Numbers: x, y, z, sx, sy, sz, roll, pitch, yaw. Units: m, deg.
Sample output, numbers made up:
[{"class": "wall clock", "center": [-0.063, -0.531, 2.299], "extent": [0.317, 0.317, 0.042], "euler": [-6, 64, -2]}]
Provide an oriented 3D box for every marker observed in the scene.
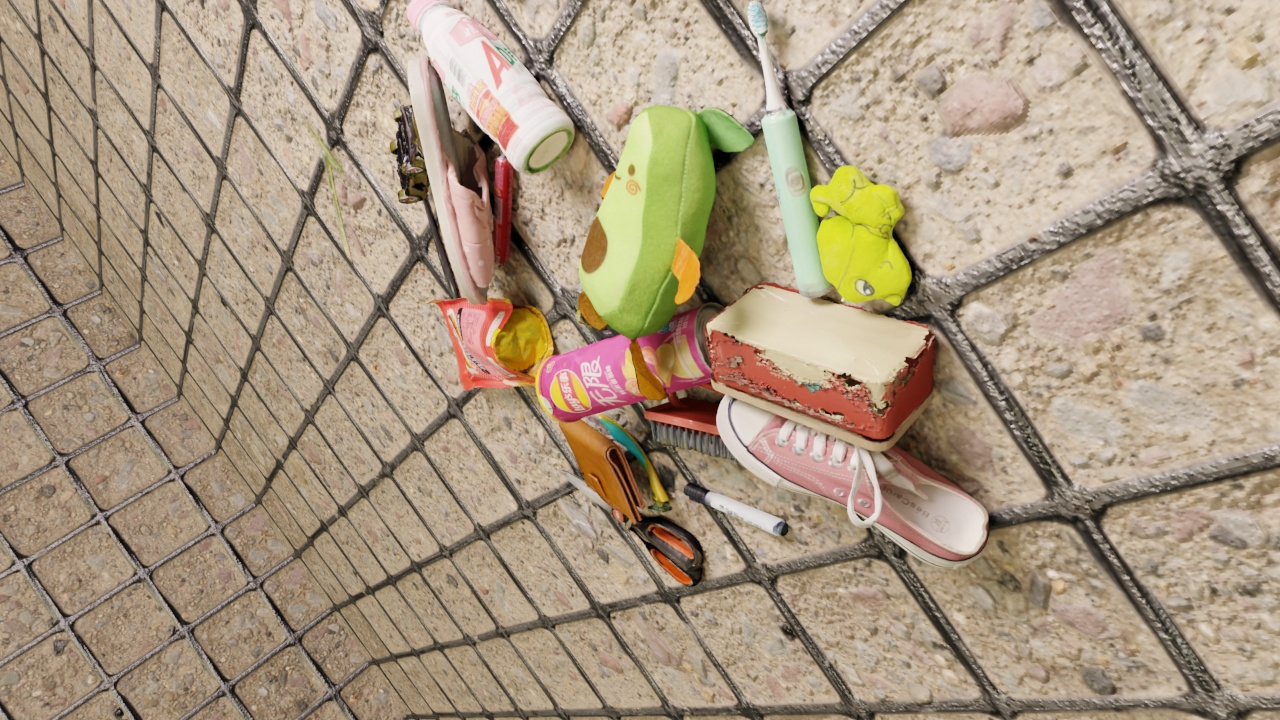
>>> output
[{"class": "marker", "center": [0.098, 0.156, 0.959], "extent": [0.131, 0.018, 0.023], "euler": [18, 140, 41]}]

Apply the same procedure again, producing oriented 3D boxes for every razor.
[{"class": "razor", "center": [-0.006, 0.113, 1.034], "extent": [0.132, 0.028, 0.043], "euler": [57, 166, -7]}]

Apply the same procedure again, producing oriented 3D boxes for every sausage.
[{"class": "sausage", "center": [-0.147, -0.159, 0.977], "extent": [0.020, 0.020, 0.156], "euler": [38, 143, 22]}]

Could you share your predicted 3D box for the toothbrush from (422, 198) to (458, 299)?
[{"class": "toothbrush", "center": [-0.250, -0.150, 1.109], "extent": [0.016, 0.018, 0.181], "euler": [15, 131, 39]}]

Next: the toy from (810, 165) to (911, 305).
[{"class": "toy", "center": [0.159, -0.088, 0.669], "extent": [0.097, 0.031, 0.100], "euler": [36, 137, 23]}]

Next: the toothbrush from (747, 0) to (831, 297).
[{"class": "toothbrush", "center": [0.109, -0.151, 0.679], "extent": [0.027, 0.026, 0.225], "euler": [-114, 6, -66]}]

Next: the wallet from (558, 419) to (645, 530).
[{"class": "wallet", "center": [-0.042, 0.128, 1.069], "extent": [0.131, 0.035, 0.119], "euler": [24, 137, 59]}]

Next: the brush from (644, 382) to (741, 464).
[{"class": "brush", "center": [0.075, 0.053, 0.863], "extent": [0.146, 0.063, 0.069], "euler": [11, 109, 43]}]

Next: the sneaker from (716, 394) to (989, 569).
[{"class": "sneaker", "center": [0.169, 0.078, 0.735], "extent": [0.241, 0.118, 0.088], "euler": [31, 157, 20]}]

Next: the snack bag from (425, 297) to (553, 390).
[{"class": "snack bag", "center": [-0.188, -0.021, 1.109], "extent": [0.208, 0.073, 0.128], "euler": [0, 116, 55]}]

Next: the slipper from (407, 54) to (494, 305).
[{"class": "slipper", "center": [-0.182, -0.177, 0.941], "extent": [0.114, 0.054, 0.275], "euler": [-103, 4, -52]}]

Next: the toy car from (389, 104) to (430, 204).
[{"class": "toy car", "center": [-0.243, -0.218, 0.981], "extent": [0.158, 0.042, 0.070], "euler": [154, 106, -73]}]

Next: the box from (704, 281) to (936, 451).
[{"class": "box", "center": [0.135, -0.006, 0.714], "extent": [0.168, 0.091, 0.079], "euler": [21, 137, 38]}]

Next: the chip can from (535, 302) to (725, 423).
[{"class": "chip can", "center": [-0.005, 0.005, 0.870], "extent": [0.211, 0.071, 0.071], "euler": [-18, 105, 41]}]

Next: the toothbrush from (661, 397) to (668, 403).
[{"class": "toothbrush", "center": [0.026, 0.010, 0.922], "extent": [0.018, 0.016, 0.192], "euler": [14, 130, 29]}]

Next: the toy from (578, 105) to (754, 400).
[{"class": "toy", "center": [0.003, -0.099, 0.763], "extent": [0.227, 0.089, 0.247], "euler": [56, 137, 49]}]

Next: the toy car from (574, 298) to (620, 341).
[{"class": "toy car", "center": [-0.028, -0.035, 0.926], "extent": [0.043, 0.036, 0.091], "euler": [-4, 130, 43]}]

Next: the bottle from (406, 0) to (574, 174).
[{"class": "bottle", "center": [-0.143, -0.262, 0.849], "extent": [0.197, 0.068, 0.068], "euler": [50, 145, 12]}]

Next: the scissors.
[{"class": "scissors", "center": [-0.015, 0.207, 1.131], "extent": [0.235, 0.021, 0.137], "euler": [12, 128, 43]}]
